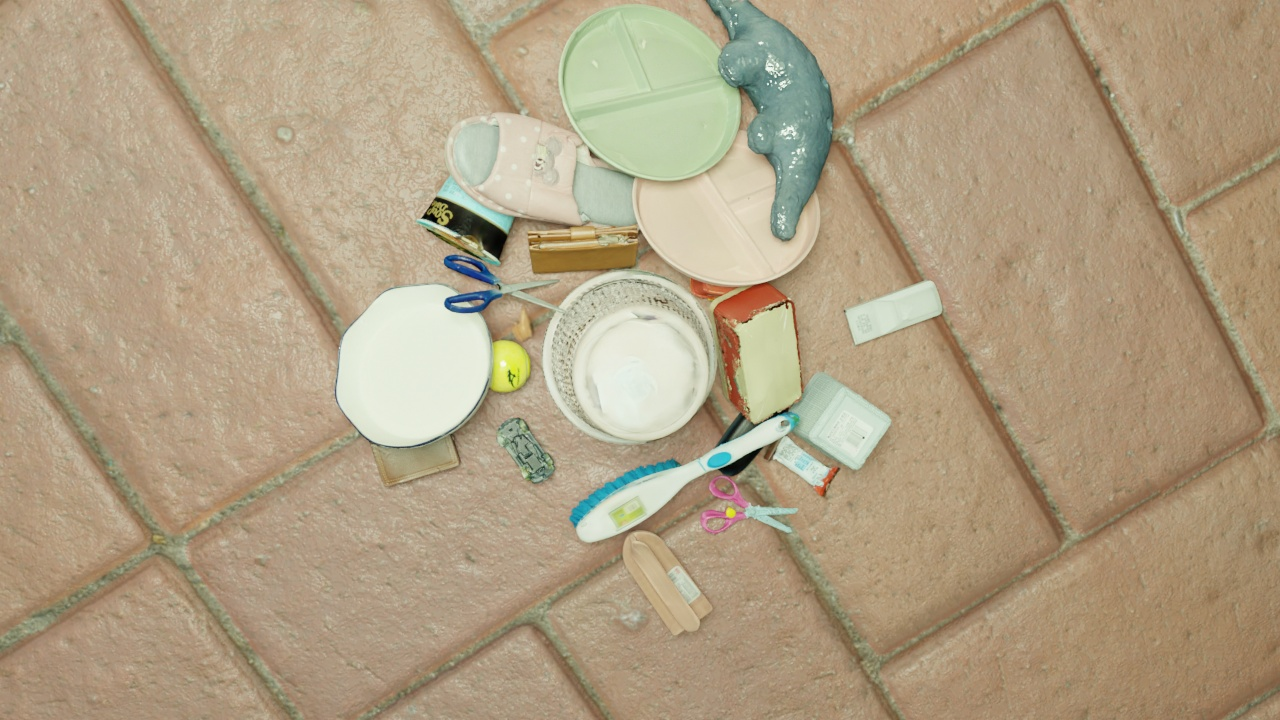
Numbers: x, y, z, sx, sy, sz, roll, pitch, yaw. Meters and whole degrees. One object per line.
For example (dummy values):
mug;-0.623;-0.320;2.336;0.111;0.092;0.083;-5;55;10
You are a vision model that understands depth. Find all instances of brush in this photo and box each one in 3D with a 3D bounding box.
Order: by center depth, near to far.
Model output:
brush;0.052;0.142;1.151;0.314;0.109;0.060;-30;95;0
brush;0.029;0.281;1.183;0.063;0.073;0.145;-35;96;0

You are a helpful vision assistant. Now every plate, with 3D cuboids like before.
plate;0.011;-0.318;1.099;0.230;0.028;0.230;4;76;-17
plate;-0.268;0.008;1.105;0.205;0.045;0.204;-4;73;14
plate;0.103;-0.185;1.109;0.229;0.028;0.229;3;64;-7

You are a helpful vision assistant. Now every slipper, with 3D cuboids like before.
slipper;-0.096;-0.213;1.074;0.274;0.054;0.114;13;85;-32

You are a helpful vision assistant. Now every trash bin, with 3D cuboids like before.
trash bin;-0.007;0.006;1.091;0.227;0.192;0.227;0;96;-4

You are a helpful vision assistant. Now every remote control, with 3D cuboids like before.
remote control;0.329;-0.063;1.192;0.125;0.024;0.049;-20;97;-1
remote control;0.145;0.092;1.194;0.053;0.024;0.136;37;91;-5

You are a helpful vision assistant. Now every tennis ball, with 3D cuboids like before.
tennis ball;-0.169;0.007;1.140;0.065;0.065;0.065;0;96;-5

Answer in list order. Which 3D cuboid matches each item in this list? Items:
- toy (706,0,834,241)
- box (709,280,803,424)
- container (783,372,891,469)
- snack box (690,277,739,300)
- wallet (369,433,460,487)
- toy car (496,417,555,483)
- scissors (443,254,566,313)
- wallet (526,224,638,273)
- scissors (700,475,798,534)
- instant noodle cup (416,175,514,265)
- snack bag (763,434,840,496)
toy;0.162;-0.320;1.106;0.137;0.092;0.356;-16;82;-20
box;0.146;-0.005;1.114;0.091;0.077;0.168;-27;132;-14
container;0.249;0.077;1.157;0.090;0.111;0.090;34;93;-7
snack box;0.112;-0.113;1.142;0.091;0.080;0.082;4;95;-5
wallet;-0.291;0.090;1.159;0.101;0.032;0.124;-17;98;-6
toy car;-0.146;0.114;1.170;0.043;0.034;0.090;-36;96;3
scissors;-0.173;-0.087;1.112;0.176;0.162;0.012;28;124;17
wallet;-0.070;-0.135;1.114;0.132;0.108;0.031;-5;77;-3
scissors;0.146;0.190;1.213;0.137;0.017;0.093;-1;89;-9
instant noodle cup;-0.191;-0.192;1.102;0.111;0.111;0.120;28;86;-7
snack bag;0.212;0.135;1.204;0.104;0.026;0.048;31;87;-6
